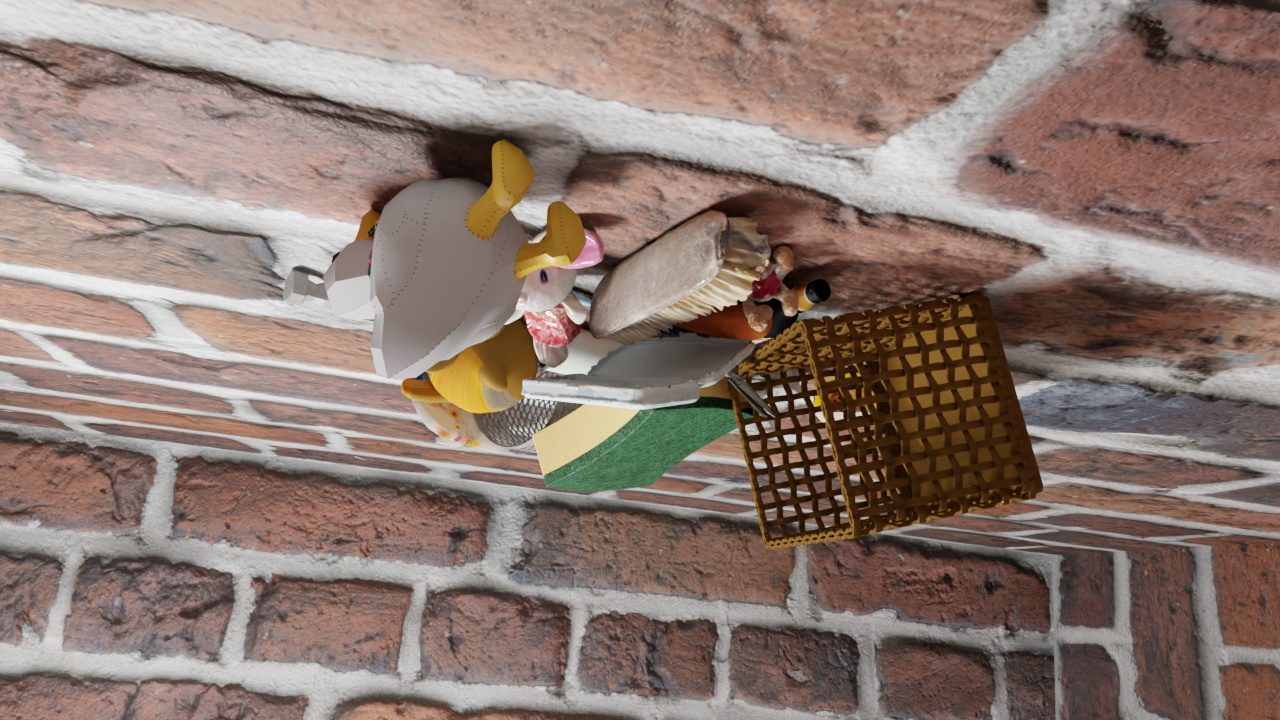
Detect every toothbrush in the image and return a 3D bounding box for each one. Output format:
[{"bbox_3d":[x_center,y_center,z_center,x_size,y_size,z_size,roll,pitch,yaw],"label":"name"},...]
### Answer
[{"bbox_3d":[-0.071,-0.073,1.084,0.154,0.016,0.022,18,130,-35],"label":"toothbrush"}]

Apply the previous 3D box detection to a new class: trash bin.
[{"bbox_3d":[-0.122,0.064,1.342,0.157,0.156,0.183,-5,164,34],"label":"trash bin"}]

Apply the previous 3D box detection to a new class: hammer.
[{"bbox_3d":[-0.281,-0.067,1.026,0.131,0.039,0.329,16,173,-39],"label":"hammer"}]

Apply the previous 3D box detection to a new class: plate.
[{"bbox_3d":[-0.264,0.046,1.331,0.016,0.186,0.186,-40,145,19],"label":"plate"}]

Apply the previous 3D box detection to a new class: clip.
[{"bbox_3d":[0.165,0.029,1.296,0.125,0.074,0.143,-3,173,21],"label":"clip"}]

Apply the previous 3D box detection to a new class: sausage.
[{"bbox_3d":[0.066,-0.051,0.985,0.164,0.044,0.039,16,156,37],"label":"sausage"}]

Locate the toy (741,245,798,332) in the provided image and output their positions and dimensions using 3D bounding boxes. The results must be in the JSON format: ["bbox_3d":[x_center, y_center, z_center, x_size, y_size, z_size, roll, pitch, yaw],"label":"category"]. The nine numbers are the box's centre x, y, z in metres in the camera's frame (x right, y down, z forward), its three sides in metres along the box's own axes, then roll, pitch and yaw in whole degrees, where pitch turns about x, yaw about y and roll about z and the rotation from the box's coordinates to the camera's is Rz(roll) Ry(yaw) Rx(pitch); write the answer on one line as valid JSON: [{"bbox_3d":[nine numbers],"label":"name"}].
[{"bbox_3d":[0.104,-0.084,0.911,0.074,0.085,0.106,-26,-151,-32],"label":"toy"}]

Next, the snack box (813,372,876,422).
[{"bbox_3d":[0.309,0.056,1.322,0.106,0.061,0.083,-1,164,22],"label":"snack box"}]

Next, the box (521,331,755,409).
[{"bbox_3d":[-0.004,0.015,0.987,0.210,0.061,0.192,2,-165,46],"label":"box"}]

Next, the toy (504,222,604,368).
[{"bbox_3d":[-0.105,-0.074,0.952,0.159,0.084,0.194,8,141,11],"label":"toy"}]

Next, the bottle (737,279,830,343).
[{"bbox_3d":[0.138,-0.054,0.995,0.059,0.059,0.182,14,163,-27],"label":"bottle"}]

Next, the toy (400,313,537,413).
[{"bbox_3d":[-0.200,-0.004,1.178,0.198,0.162,0.203,-34,166,-4],"label":"toy"}]

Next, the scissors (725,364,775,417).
[{"bbox_3d":[0.095,0.002,1.065,0.188,0.015,0.146,33,-157,9],"label":"scissors"}]

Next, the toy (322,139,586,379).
[{"bbox_3d":[-0.186,-0.080,0.808,0.268,0.246,0.141,-23,131,25],"label":"toy"}]

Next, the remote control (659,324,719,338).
[{"bbox_3d":[0.047,-0.039,1.050,0.147,0.008,0.045,21,146,31],"label":"remote control"}]

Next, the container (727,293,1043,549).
[{"bbox_3d":[0.257,0.076,1.029,0.214,0.219,0.252,-9,168,-15],"label":"container"}]

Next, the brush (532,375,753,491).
[{"bbox_3d":[0.005,0.087,1.205,0.194,0.075,0.251,7,146,-44],"label":"brush"}]

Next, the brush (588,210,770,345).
[{"bbox_3d":[0.026,-0.077,0.909,0.056,0.083,0.272,14,162,-26],"label":"brush"}]

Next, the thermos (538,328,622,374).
[{"bbox_3d":[-0.023,0.004,1.250,0.229,0.067,0.068,14,163,-28],"label":"thermos"}]
